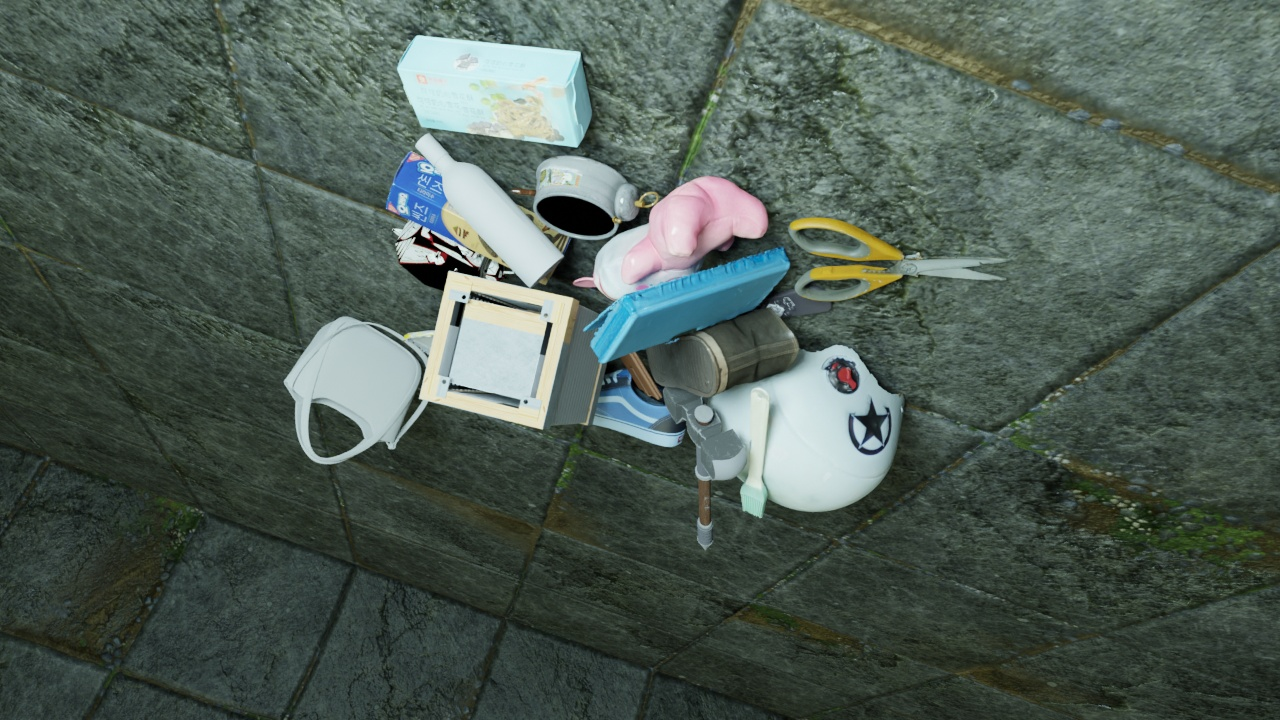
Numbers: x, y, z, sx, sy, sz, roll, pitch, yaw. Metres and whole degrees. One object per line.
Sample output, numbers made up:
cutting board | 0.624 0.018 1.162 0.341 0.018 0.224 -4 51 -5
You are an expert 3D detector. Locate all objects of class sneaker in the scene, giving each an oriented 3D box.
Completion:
sneaker | 0.081 -0.022 1.096 0.119 0.095 0.235 -15 -169 -22
sneaker | -0.042 0.041 1.327 0.241 0.083 0.098 16 117 18

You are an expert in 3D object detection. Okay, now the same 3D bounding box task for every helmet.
helmet | 0.195 0.096 1.171 0.264 0.163 0.237 33 147 -22

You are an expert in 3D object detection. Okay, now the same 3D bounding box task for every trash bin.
trash bin | -0.135 -0.006 1.100 0.142 0.142 0.247 13 179 10

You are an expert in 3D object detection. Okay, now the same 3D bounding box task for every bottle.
bottle | -0.169 -0.167 0.998 0.195 0.052 0.053 47 146 -4

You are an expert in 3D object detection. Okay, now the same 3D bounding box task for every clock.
clock | -0.051 -0.170 0.964 0.148 0.056 0.104 5 158 23
clock | -0.228 -0.125 1.134 0.155 0.064 0.115 7 149 21

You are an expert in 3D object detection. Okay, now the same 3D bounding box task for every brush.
brush | 0.138 0.112 1.091 0.033 0.012 0.218 20 137 24

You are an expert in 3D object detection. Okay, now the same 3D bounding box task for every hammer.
hammer | 0.085 0.168 1.212 0.043 0.156 0.323 -21 141 -14

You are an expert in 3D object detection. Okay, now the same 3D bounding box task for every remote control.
remote control | 0.165 -0.063 1.070 0.125 0.009 0.046 -10 140 41

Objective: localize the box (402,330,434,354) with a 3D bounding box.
box | -0.240 0.002 1.336 0.130 0.038 0.209 9 168 24

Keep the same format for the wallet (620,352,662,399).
wallet | -0.007 0.007 1.196 0.087 0.013 0.121 59 173 -10

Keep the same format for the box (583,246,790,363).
box | 0.051 -0.066 0.950 0.048 0.230 0.093 56 142 18

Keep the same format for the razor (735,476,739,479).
razor | 0.134 0.126 1.381 0.052 0.047 0.143 25 160 45

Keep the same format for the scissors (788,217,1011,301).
scissors | 0.256 -0.106 0.939 0.226 0.016 0.162 -4 142 29

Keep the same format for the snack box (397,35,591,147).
snack box | -0.137 -0.256 0.872 0.175 0.053 0.075 10 149 13

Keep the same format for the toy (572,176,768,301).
toy | 0.027 -0.117 0.962 0.141 0.084 0.214 -18 171 -30

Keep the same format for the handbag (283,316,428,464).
handbag | -0.435 0.062 1.411 0.215 0.222 0.096 35 148 -27

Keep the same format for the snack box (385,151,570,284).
snack box | -0.186 -0.161 1.056 0.206 0.057 0.056 25 150 -11
